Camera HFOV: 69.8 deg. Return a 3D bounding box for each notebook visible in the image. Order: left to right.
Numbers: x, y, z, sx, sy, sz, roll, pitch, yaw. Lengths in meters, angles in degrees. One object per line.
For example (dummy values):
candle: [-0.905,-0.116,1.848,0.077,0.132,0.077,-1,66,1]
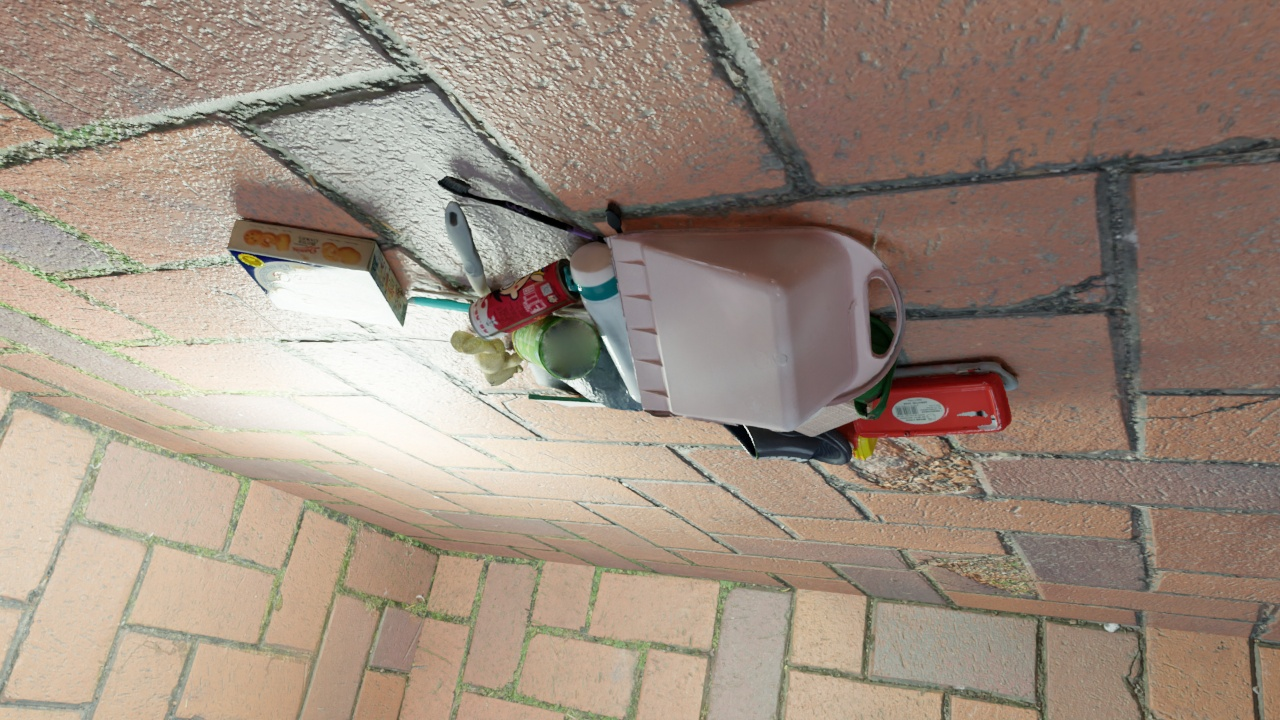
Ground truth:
notebook: [-0.051,0.068,1.441,0.209,0.012,0.150,2,175,23]

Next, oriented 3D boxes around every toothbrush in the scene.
toothbrush: [-0.119,-0.156,0.957,0.189,0.014,0.017,18,134,-20]
toothbrush: [-0.006,-0.120,0.998,0.014,0.016,0.189,-5,158,15]

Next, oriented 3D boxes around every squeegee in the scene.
squeegee: [-0.191,-0.108,1.081,0.246,0.039,0.247,8,159,8]

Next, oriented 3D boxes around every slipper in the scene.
slipper: [0.161,0.098,1.288,0.268,0.083,0.111,26,161,14]

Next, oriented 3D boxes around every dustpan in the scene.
dustpan: [0.121,-0.038,0.958,0.274,0.138,0.223,17,129,38]

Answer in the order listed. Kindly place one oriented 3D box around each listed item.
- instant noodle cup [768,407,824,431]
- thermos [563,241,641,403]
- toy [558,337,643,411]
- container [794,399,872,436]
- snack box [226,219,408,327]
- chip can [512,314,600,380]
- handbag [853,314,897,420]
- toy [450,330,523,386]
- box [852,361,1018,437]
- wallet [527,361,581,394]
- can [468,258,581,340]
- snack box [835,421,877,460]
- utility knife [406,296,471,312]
instant noodle cup: [0.168,0.023,1.097,0.111,0.099,0.112,-19,146,-13]
thermos: [-0.020,-0.042,1.062,0.073,0.073,0.224,1,141,25]
toy: [-0.007,0.007,1.237,0.357,0.091,0.138,-5,127,33]
container: [0.232,0.035,1.172,0.090,0.090,0.111,21,154,-25]
snack box: [-0.409,-0.108,1.183,0.178,0.045,0.183,9,160,3]
chip can: [-0.105,-0.021,1.114,0.072,0.072,0.221,17,180,-16]
handbag: [0.219,-0.001,1.037,0.131,0.120,0.068,21,152,-20]
toy: [-0.222,-0.006,1.322,0.105,0.066,0.157,11,167,17]
box: [0.372,0.039,1.171,0.202,0.091,0.094,-7,109,40]
wallet: [-0.121,0.016,1.380,0.097,0.019,0.121,11,154,13]
can: [-0.134,-0.069,1.070,0.133,0.053,0.053,-22,146,24]
snack box: [0.293,0.091,1.299,0.080,0.081,0.091,13,159,24]
utility knife: [-0.237,-0.072,1.236,0.161,0.013,0.029,9,162,-1]
